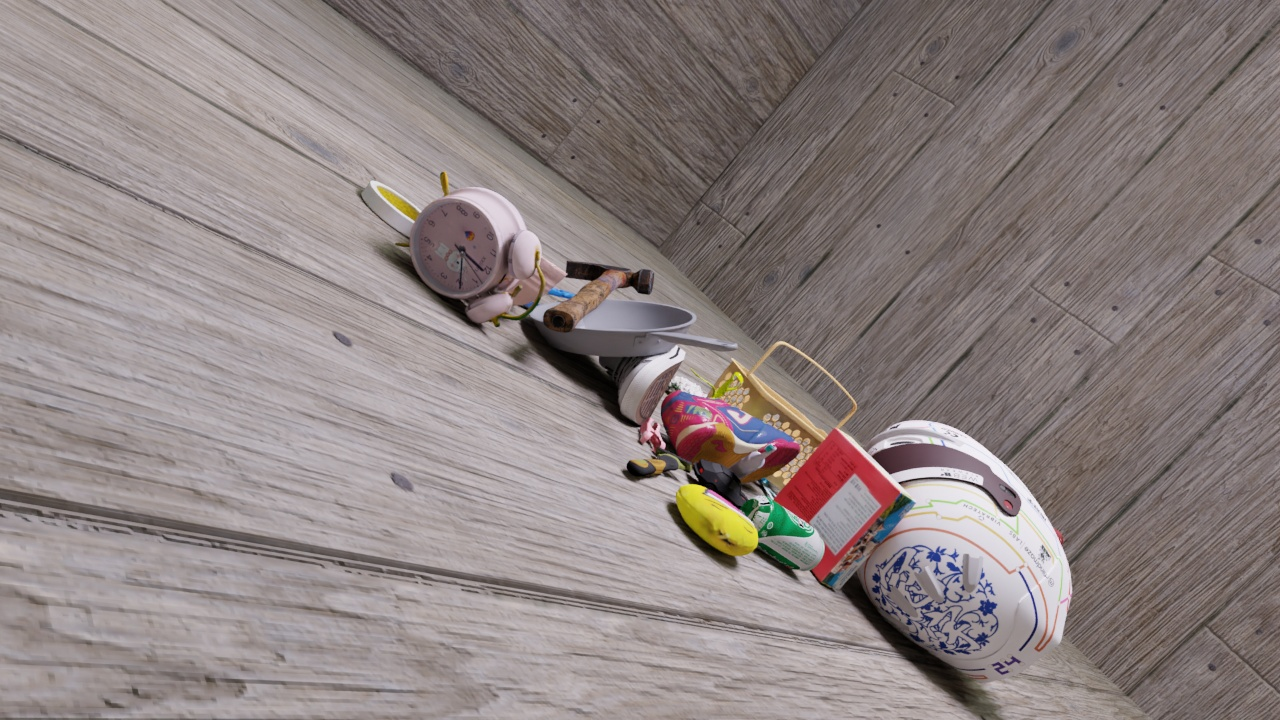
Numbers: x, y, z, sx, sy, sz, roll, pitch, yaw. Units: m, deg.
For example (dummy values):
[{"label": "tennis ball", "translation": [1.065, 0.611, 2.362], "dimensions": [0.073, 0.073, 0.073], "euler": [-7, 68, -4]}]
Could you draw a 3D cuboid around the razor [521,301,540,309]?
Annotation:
[{"label": "razor", "translation": [-0.129, -0.067, 1.186], "dimensions": [0.044, 0.018, 0.140], "euler": [45, 14, 36]}]

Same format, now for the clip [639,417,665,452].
[{"label": "clip", "translation": [0.016, 0.087, 1.040], "dimensions": [0.045, 0.023, 0.060], "euler": [46, 11, 6]}]

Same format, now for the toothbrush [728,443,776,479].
[{"label": "toothbrush", "translation": [0.121, 0.119, 1.039], "dimensions": [0.019, 0.018, 0.188], "euler": [44, -20, 4]}]

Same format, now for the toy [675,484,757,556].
[{"label": "toy", "translation": [0.074, 0.155, 0.895], "dimensions": [0.095, 0.041, 0.094], "euler": [36, 7, -13]}]

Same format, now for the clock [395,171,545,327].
[{"label": "clock", "translation": [-0.164, -0.105, 0.936], "dimensions": [0.158, 0.117, 0.058], "euler": [41, 20, 5]}]

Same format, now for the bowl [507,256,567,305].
[{"label": "bowl", "translation": [-0.165, -0.111, 1.036], "dimensions": [0.153, 0.076, 0.153], "euler": [35, 1, -1]}]

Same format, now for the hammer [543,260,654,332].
[{"label": "hammer", "translation": [-0.066, -0.078, 1.086], "dimensions": [0.120, 0.033, 0.329], "euler": [8, 14, 8]}]

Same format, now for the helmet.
[{"label": "helmet", "translation": [0.383, 0.239, 1.146], "dimensions": [0.314, 0.232, 0.235], "euler": [46, 37, 7]}]

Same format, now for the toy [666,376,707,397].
[{"label": "toy", "translation": [0.084, 0.062, 1.381], "dimensions": [0.109, 0.041, 0.095], "euler": [40, 6, -45]}]

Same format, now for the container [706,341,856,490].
[{"label": "container", "translation": [0.198, 0.072, 1.285], "dimensions": [0.183, 0.167, 0.129], "euler": [36, 11, -29]}]

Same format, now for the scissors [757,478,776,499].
[{"label": "scissors", "translation": [0.166, 0.168, 1.289], "dimensions": [0.119, 0.014, 0.129], "euler": [40, 11, -21]}]

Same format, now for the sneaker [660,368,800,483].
[{"label": "sneaker", "translation": [0.117, 0.085, 1.155], "dimensions": [0.241, 0.116, 0.091], "euler": [20, 32, -48]}]

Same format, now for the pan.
[{"label": "pan", "translation": [0.003, -0.030, 1.038], "dimensions": [0.200, 0.051, 0.357], "euler": [-5, 15, -28]}]

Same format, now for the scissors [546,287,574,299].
[{"label": "scissors", "translation": [-0.140, -0.092, 1.152], "dimensions": [0.125, 0.013, 0.130], "euler": [13, 5, -12]}]

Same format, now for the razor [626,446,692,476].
[{"label": "razor", "translation": [0.015, 0.107, 0.942], "dimensions": [0.044, 0.021, 0.144], "euler": [25, 3, 18]}]

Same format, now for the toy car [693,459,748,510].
[{"label": "toy car", "translation": [0.099, 0.146, 1.046], "dimensions": [0.091, 0.036, 0.042], "euler": [39, 10, -12]}]

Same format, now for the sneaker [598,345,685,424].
[{"label": "sneaker", "translation": [-0.007, 0.007, 1.143], "dimensions": [0.097, 0.091, 0.245], "euler": [29, 12, 2]}]

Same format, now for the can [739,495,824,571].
[{"label": "can", "translation": [0.152, 0.190, 1.005], "dimensions": [0.101, 0.053, 0.053], "euler": [36, 11, -25]}]

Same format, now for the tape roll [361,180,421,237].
[{"label": "tape roll", "translation": [-0.280, -0.172, 1.067], "dimensions": [0.094, 0.019, 0.094], "euler": [39, 10, -8]}]

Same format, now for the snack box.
[{"label": "snack box", "translation": [0.239, 0.178, 1.121], "dimensions": [0.040, 0.145, 0.142], "euler": [30, 13, -35]}]
